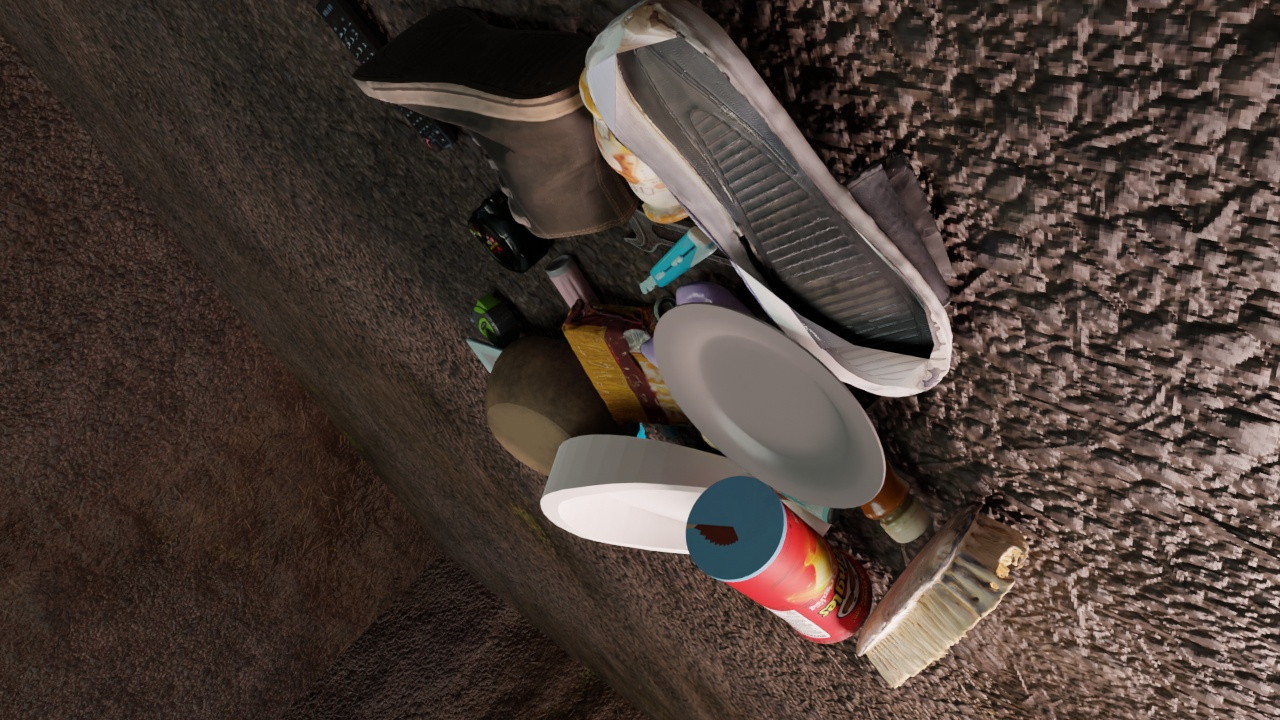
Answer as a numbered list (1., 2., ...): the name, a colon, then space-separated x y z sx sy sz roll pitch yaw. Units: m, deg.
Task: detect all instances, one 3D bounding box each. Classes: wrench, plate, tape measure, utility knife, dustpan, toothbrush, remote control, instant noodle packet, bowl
1. wrench: 0.072 -0.069 0.603 0.274 0.010 0.070 24 150 41
2. plate: 0.082 0.029 0.599 0.178 0.012 0.179 34 153 20
3. tape measure: -0.115 -0.113 0.809 0.072 0.042 0.072 52 156 -8
4. utility knife: 0.024 -0.066 0.659 0.022 0.015 0.141 49 161 -2
5. tape measure: -0.157 -0.044 1.015 0.058 0.035 0.066 54 157 -2
6. dustpan: 0.040 0.142 0.838 0.258 0.053 0.192 14 153 6
7. toothbrush: -0.020 -0.005 0.857 0.027 0.027 0.222 10 141 50
8. remote control: -0.208 -0.242 0.767 0.150 0.022 0.047 52 157 -22
9. instant noodle packet: -0.005 0.005 0.806 0.099 0.039 0.135 -1 132 35
10. bowl: -0.086 0.057 0.919 0.162 0.070 0.162 22 145 16

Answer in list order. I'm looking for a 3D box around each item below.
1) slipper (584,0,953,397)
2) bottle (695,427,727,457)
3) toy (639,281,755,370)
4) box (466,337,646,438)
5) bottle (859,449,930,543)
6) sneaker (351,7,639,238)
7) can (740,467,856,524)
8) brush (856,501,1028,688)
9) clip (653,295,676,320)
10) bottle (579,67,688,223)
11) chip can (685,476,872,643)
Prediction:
1. slipper: 0.083 -0.083 0.480 0.264 0.063 0.111 43 152 -19
2. bottle: 0.072 0.077 0.815 0.045 0.045 0.185 35 156 22
3. toy: 0.044 -0.017 0.684 0.080 0.036 0.100 44 134 -13
4. box: -0.083 0.063 1.019 0.182 0.039 0.227 7 140 36
5. bottle: 0.141 0.061 0.649 0.167 0.059 0.059 47 158 -6
6. sneaker: -0.103 -0.166 0.636 0.235 0.095 0.120 19 148 33
7. can: 0.124 0.082 0.721 0.102 0.054 0.055 31 155 30
8. brush: 0.221 0.186 0.703 0.056 0.083 0.272 36 156 19
9. clip: 0.040 -0.020 0.730 0.037 0.023 0.075 11 143 52
10. bottle: 0.006 -0.132 0.534 0.063 0.063 0.109 26 152 38
11. chip can: 0.121 0.171 0.766 0.087 0.087 0.213 25 169 40
